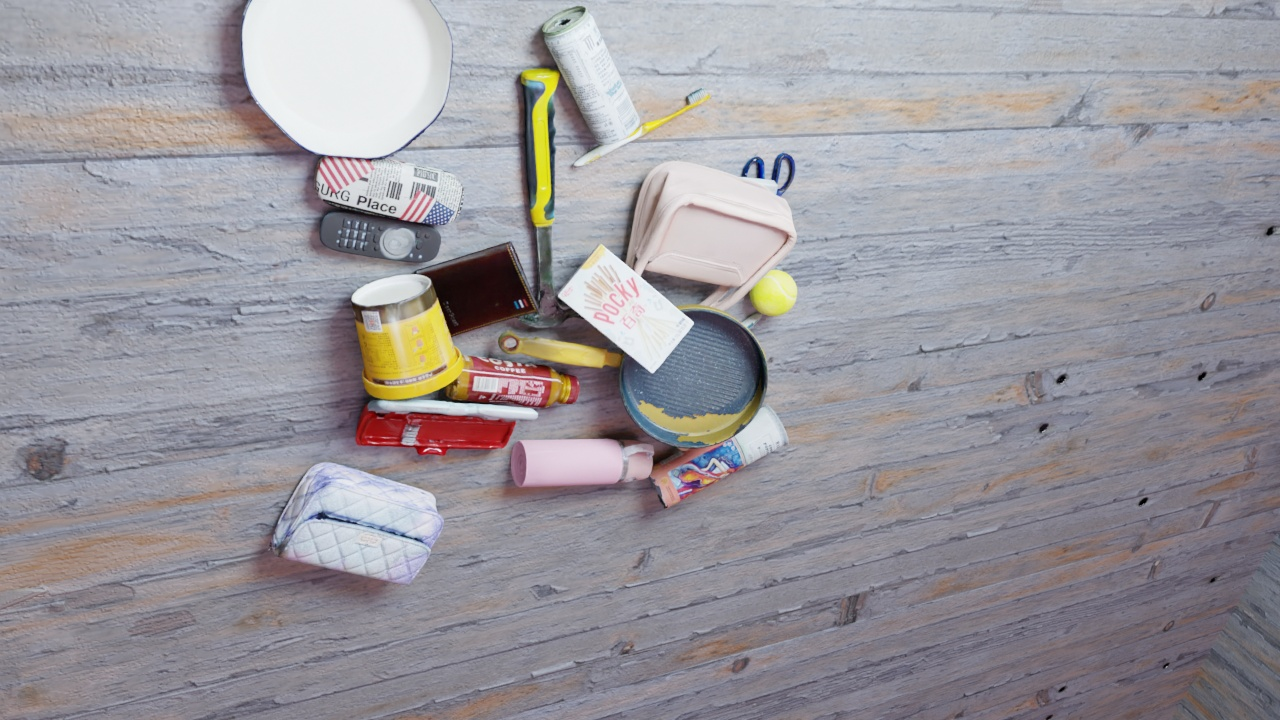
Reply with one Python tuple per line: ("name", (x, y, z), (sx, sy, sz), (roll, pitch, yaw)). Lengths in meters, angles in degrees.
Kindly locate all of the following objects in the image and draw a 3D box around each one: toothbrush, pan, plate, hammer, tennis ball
("toothbrush", (0.001, -0.282, 1.110), (0.191, 0.016, 0.018), (-29, 117, -7))
("pan", (-0.007, 0.007, 1.203), (0.357, 0.078, 0.198), (14, 108, -5))
("plate", (-0.296, -0.308, 0.931), (0.204, 0.045, 0.205), (-13, 126, -18))
("hammer", (-0.120, -0.183, 1.103), (0.126, 0.032, 0.324), (-12, 124, -20))
("tennis ball", (0.186, -0.094, 1.286), (0.065, 0.065, 0.066), (-12, 124, -19))
("toothbrush", (0.102, -0.007, 1.333), (0.191, 0.016, 0.018), (-39, 139, 1))

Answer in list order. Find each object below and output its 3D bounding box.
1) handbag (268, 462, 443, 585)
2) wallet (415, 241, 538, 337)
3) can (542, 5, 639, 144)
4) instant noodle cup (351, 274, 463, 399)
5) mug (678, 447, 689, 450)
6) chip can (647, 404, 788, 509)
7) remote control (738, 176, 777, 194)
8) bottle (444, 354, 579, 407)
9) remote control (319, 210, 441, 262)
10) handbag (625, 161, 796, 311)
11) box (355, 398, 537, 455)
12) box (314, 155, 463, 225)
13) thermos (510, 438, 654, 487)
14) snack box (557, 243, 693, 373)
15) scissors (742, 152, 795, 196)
("handbag", (-0.368, 0.221, 1.211), (0.193, 0.075, 0.134), (24, 108, -34))
("wallet", (-0.196, -0.085, 1.110), (0.122, 0.020, 0.096), (-16, 118, 7))
("can", (-0.054, -0.318, 1.033), (0.058, 0.058, 0.147), (-33, 128, -4))
("instant noodle cup", (-0.278, -0.031, 1.074), (0.118, 0.118, 0.114), (-17, 118, -16))
("mug", (0.083, 0.068, 1.328), (0.104, 0.084, 0.124), (-43, 164, 11))
("chip can", (0.116, 0.146, 1.401), (0.214, 0.071, 0.071), (-27, 128, -8))
("remote control", (0.110, -0.213, 1.194), (0.135, 0.019, 0.056), (1, 126, -19))
("bottle", (-0.165, 0.030, 1.199), (0.174, 0.057, 0.058), (8, 116, -30))
("remote control", (-0.297, -0.143, 1.047), (0.136, 0.024, 0.053), (6, 115, -30))
("handbag", (0.069, -0.131, 1.188), (0.193, 0.093, 0.235), (10, 131, -25))
("box", (-0.246, 0.075, 1.159), (0.200, 0.058, 0.162), (5, 155, -28))
("box", (-0.278, -0.192, 1.020), (0.164, 0.052, 0.069), (9, 126, -29))
("thermos", (-0.077, 0.141, 1.300), (0.198, 0.067, 0.087), (2, 154, -25))
("snack box", (-0.018, -0.064, 1.148), (0.157, 0.027, 0.085), (39, 92, -11))
("scissors", (0.160, -0.199, 1.242), (0.132, 0.012, 0.173), (16, 112, -34))
